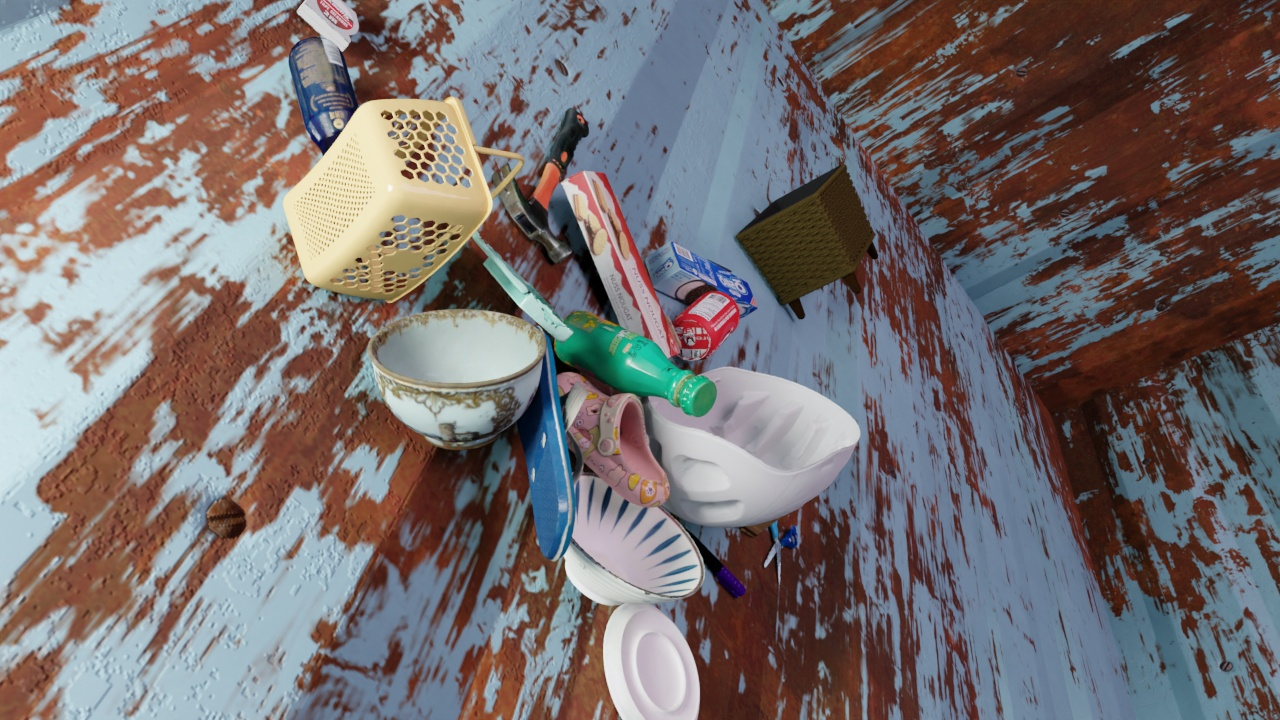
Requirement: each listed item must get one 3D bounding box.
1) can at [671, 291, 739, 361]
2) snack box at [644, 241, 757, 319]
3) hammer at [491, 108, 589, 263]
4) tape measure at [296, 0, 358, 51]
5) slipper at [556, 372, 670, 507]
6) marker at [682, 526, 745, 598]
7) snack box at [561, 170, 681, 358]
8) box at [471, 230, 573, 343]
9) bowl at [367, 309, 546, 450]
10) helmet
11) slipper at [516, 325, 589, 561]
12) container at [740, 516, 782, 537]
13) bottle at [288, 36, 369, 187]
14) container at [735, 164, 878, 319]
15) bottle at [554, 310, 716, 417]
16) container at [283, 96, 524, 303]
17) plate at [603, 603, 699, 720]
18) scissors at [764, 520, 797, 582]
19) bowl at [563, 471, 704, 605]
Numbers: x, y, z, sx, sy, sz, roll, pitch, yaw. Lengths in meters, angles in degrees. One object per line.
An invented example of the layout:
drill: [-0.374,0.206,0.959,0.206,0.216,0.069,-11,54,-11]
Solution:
can: [0.095,-0.051,1.359,0.074,0.075,0.142,57,29,-5]
snack box: [0.099,-0.119,1.444,0.226,0.060,0.059,19,46,-50]
hammer: [-0.118,-0.268,1.270,0.133,0.033,0.332,46,31,-23]
tape measure: [-0.346,-0.381,1.022,0.060,0.020,0.062,41,34,-31]
slipper: [-0.032,0.072,0.995,0.197,0.082,0.093,46,21,25]
marker: [0.087,0.251,1.142,0.134,0.015,0.018,48,60,-21]
snack box: [-0.023,-0.123,1.238,0.273,0.044,0.076,67,23,0]
box: [-0.143,-0.094,0.977,0.136,0.033,0.186,43,0,-27]
bowl: [-0.166,0.025,0.846,0.159,0.160,0.094,-49,147,-59]
helmet: [0.129,0.093,1.120,0.281,0.184,0.224,-23,44,-30]
slipper: [-0.079,0.066,0.889,0.060,0.118,0.294,2,37,-15]
container: [0.144,0.183,1.241,0.114,0.061,0.063,38,37,-35]
bottle: [-0.311,-0.248,0.922,0.056,0.056,0.160,6,59,-55]
container: [0.350,-0.234,1.820,0.205,0.177,0.320,60,29,-8]
bottle: [-0.006,0.006,1.035,0.210,0.068,0.068,26,7,38]
container: [-0.213,-0.143,0.854,0.166,0.184,0.129,-4,67,-50]
plate: [0.017,0.328,0.965,0.157,0.014,0.156,38,36,-34]
scissors: [0.203,0.267,1.309,0.104,0.015,0.133,40,36,-33]
bowl: [-0.027,0.197,0.929,0.177,0.071,0.177,29,20,-12]
